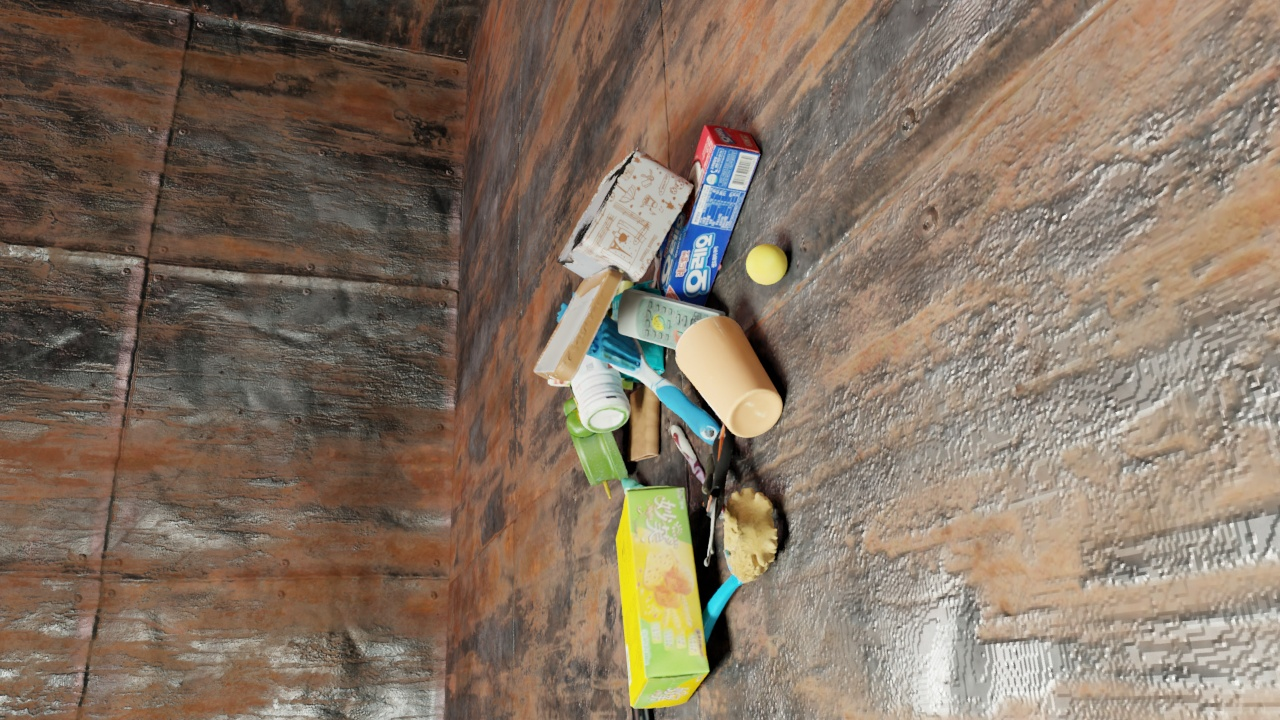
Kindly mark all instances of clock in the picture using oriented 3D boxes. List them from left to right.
[{"bbox_3d":[-0.067,0.106,1.295,0.116,0.056,0.161,-124,13,-72],"label":"clock"}]

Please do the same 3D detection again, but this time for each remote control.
[{"bbox_3d":[0.033,-0.044,1.067,0.135,0.019,0.056,17,110,29],"label":"remote control"}]

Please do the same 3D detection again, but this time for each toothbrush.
[{"bbox_3d":[-0.004,0.397,1.185,0.026,0.027,0.212,95,170,-55],"label":"toothbrush"},{"bbox_3d":[0.062,0.127,1.071,0.187,0.017,0.016,-119,39,-58],"label":"toothbrush"}]

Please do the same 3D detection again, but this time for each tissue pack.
[{"bbox_3d":[-0.004,-0.038,1.247,0.093,0.050,0.133,166,103,-71],"label":"tissue pack"}]

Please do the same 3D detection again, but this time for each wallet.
[{"bbox_3d":[0.003,0.086,1.257,0.115,0.020,0.101,144,130,-69],"label":"wallet"}]

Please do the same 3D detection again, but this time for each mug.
[{"bbox_3d":[0.092,0.019,0.930,0.122,0.078,0.078,-118,37,-51],"label":"mug"}]

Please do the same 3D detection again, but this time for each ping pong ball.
[{"bbox_3d":[0.125,-0.095,0.907,0.040,0.040,0.040,-176,91,-71],"label":"ping pong ball"}]

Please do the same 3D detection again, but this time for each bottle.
[{"bbox_3d":[-0.067,0.003,1.252,0.068,0.068,0.196,114,148,-44],"label":"bottle"}]

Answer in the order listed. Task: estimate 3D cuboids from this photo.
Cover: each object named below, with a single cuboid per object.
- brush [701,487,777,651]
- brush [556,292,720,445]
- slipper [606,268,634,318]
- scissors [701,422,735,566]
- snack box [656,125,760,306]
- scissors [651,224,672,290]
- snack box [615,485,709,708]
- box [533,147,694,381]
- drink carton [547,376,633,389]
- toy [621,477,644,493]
[{"bbox_3d":[0.088,0.227,0.936,0.083,0.045,0.255,-106,23,-44],"label":"brush"},{"bbox_3d":[-0.007,0.007,1.117,0.060,0.109,0.314,-56,33,8],"label":"brush"},{"bbox_3d":[-0.051,-0.136,1.377,0.091,0.081,0.191,-110,33,-57],"label":"slipper"},{"bbox_3d":[0.075,0.121,0.904,0.235,0.022,0.148,49,-124,-87],"label":"scissors"},{"bbox_3d":[0.073,-0.160,1.051,0.058,0.057,0.208,-104,26,-51],"label":"snack box"},{"bbox_3d":[0.026,-0.145,1.254,0.175,0.012,0.162,116,149,-47],"label":"scissors"},{"bbox_3d":[0.020,0.268,1.034,0.158,0.070,0.209,101,165,-58],"label":"snack box"},{"bbox_3d":[-0.050,-0.098,1.052,0.259,0.082,0.177,-63,13,-7],"label":"box"},{"bbox_3d":[-0.071,0.013,1.328,0.045,0.122,0.053,-179,92,-80],"label":"drink carton"},{"bbox_3d":[-0.003,0.208,1.229,0.096,0.030,0.092,-165,76,-64],"label":"toy"}]
